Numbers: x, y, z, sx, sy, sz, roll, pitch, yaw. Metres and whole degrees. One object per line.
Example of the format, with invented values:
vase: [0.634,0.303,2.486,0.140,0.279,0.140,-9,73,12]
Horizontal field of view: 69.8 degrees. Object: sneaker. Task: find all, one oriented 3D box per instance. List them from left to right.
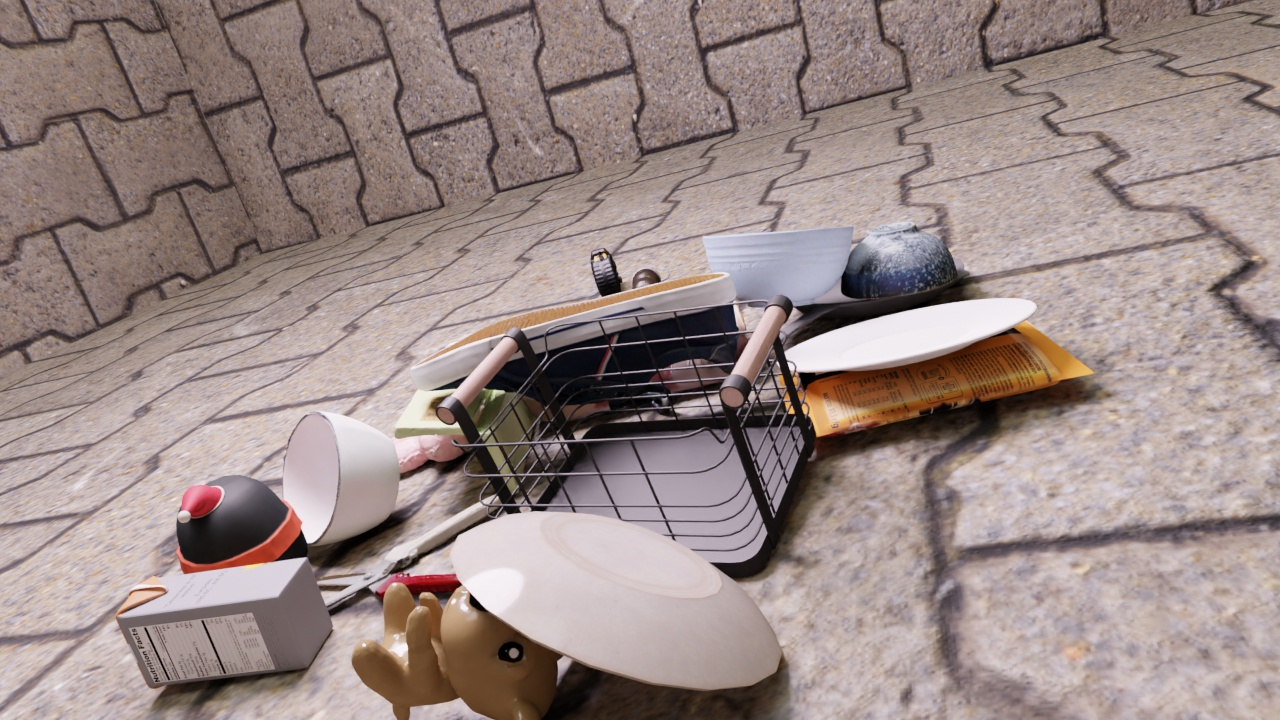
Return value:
sneaker: [-0.052,0.011,0.816,0.294,0.127,0.120,-11,11,3]

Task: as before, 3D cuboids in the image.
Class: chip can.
chip can: [-0.005,0.005,0.910,0.229,0.080,0.079,-16,19,5]

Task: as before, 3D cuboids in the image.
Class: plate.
plate: [-0.010,0.118,0.508,0.188,0.027,0.188,18,7,-2]
plate: [0.217,-0.016,0.759,0.208,0.015,0.208,-15,8,2]

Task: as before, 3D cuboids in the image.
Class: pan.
pan: [0.210,-0.058,0.950,0.217,0.024,0.353,1,20,41]

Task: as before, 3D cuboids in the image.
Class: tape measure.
tape measure: [-0.048,-0.126,1.331,0.038,0.062,0.067,-16,-19,2]

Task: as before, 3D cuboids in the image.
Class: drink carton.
drink carton: [-0.294,0.186,0.651,0.125,0.076,0.048,-9,20,9]

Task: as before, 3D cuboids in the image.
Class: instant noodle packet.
instant noodle packet: [0.228,0.011,0.757,0.221,0.032,0.159,-14,16,8]

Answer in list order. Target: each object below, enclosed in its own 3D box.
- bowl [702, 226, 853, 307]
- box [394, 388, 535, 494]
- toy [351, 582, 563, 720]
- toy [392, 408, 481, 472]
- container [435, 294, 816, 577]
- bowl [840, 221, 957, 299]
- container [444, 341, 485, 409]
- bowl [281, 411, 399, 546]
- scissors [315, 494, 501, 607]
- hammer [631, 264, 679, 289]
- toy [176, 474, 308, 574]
bowl: [0.139,-0.093,0.920,0.150,0.075,0.150,-4,8,0]
box: [-0.149,0.045,0.864,0.064,0.130,0.187,-58,9,16]
toy: [-0.096,0.166,0.513,0.108,0.106,0.134,-2,25,8]
toy: [-0.210,0.076,0.931,0.105,0.053,0.108,-31,20,4]
container: [-0.003,0.048,0.661,0.242,0.130,0.162,-5,31,31]
bowl: [0.255,-0.105,0.922,0.114,0.061,0.114,-13,15,3]
container: [-0.148,0.010,1.022,0.129,0.081,0.049,-17,30,0]
bowl: [-0.261,0.104,0.806,0.065,0.116,0.116,7,-2,-43]
scissors: [-0.171,0.155,0.723,0.199,0.015,0.178,-7,22,29]
hammer: [0.006,-0.067,1.099,0.177,0.079,0.325,-15,18,5]
toy: [-0.325,0.140,0.738,0.100,0.119,0.097,6,32,36]
